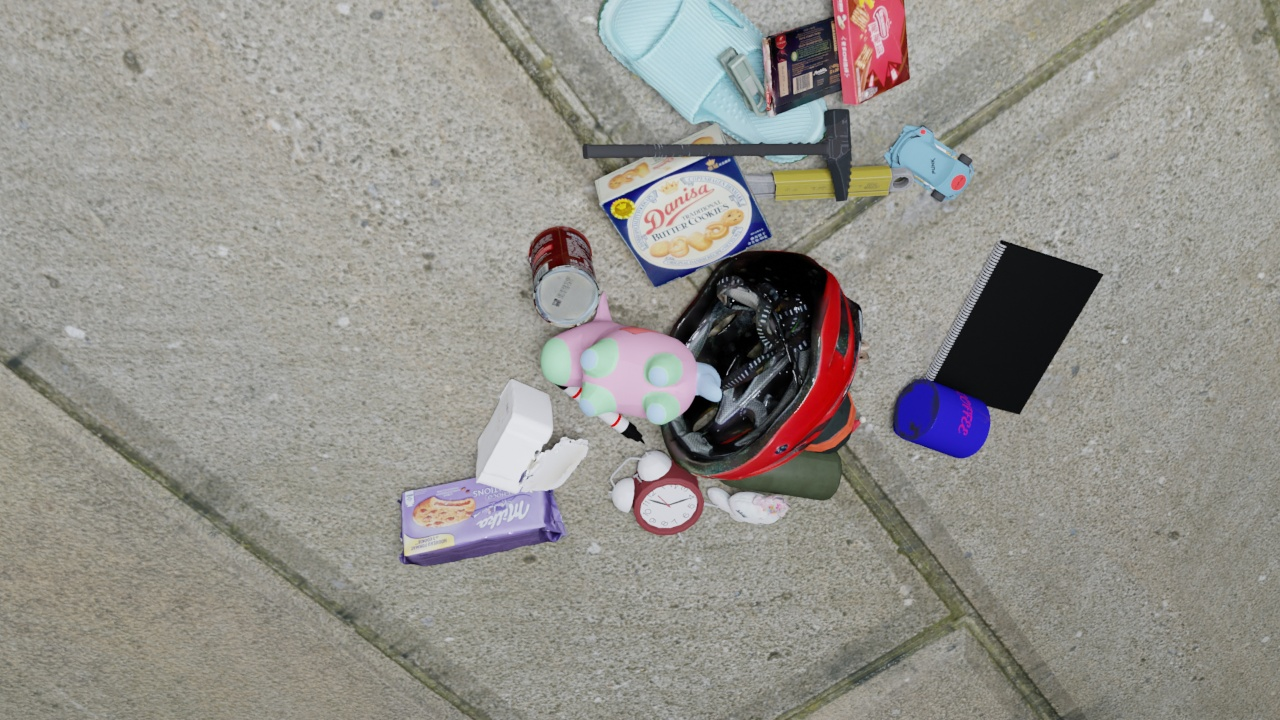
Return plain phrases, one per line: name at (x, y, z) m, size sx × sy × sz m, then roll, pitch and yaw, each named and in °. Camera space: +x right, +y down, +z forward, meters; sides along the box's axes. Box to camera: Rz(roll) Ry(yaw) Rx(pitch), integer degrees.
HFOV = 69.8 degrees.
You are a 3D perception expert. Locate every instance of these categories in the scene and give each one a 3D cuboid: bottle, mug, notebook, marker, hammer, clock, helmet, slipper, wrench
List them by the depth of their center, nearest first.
hammer at (0.086, -0.197, 0.888) m, size 0.324 × 0.015 × 0.095 m, roll -9°, pitch 98°, yaw -33°
slipper at (0.085, -0.291, 0.929) m, size 0.276 × 0.069 × 0.116 m, roll 31°, pitch 107°, yaw -22°
wrench at (0.165, -0.194, 1.001) m, size 0.273 × 0.018 × 0.084 m, roll -4°, pitch 144°, yaw -2°
helmet at (0.130, 0.012, 1.020) m, size 0.166 × 0.217 × 0.272 m, roll 21°, pitch 109°, yaw -43°
marker at (-0.046, 0.062, 1.127) m, size 0.145 × 0.019 × 0.019 m, roll 39°, pitch 107°, yaw -24°
notebook at (0.460, -0.037, 1.144) m, size 0.149 × 0.016 × 0.207 m, roll 14°, pitch 115°, yaw -15°
mug at (0.367, 0.078, 1.154) m, size 0.083 × 0.079 × 0.111 m, roll 19°, pitch 155°, yaw -22°
bottle at (0.147, 0.129, 1.160) m, size 0.206 × 0.071 × 0.072 m, roll 10°, pitch 116°, yaw -13°
clock at (0.024, 0.171, 1.179) m, size 0.137 × 0.048 × 0.096 m, roll 34°, pitch 109°, yaw -24°

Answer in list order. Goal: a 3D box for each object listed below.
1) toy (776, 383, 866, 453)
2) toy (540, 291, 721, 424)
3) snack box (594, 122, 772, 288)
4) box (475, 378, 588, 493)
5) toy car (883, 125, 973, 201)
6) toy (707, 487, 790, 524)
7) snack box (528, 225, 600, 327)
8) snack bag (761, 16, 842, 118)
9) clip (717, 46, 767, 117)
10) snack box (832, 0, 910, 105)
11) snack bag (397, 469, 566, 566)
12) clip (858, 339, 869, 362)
toy at (0.217, 0.070, 1.126) m, size 0.097 × 0.100 × 0.119 m, roll -55°, pitch 136°, yaw -15°
toy at (-0.006, 0.006, 0.990) m, size 0.222 × 0.170 × 0.120 m, roll 9°, pitch 108°, yaw 19°
snack box at (0.047, -0.160, 0.975) m, size 0.144 × 0.042 × 0.145 m, roll -22°, pitch 138°, yaw 15°
box at (-0.117, 0.104, 1.095) m, size 0.130 × 0.103 × 0.110 m, roll 20°, pitch 113°, yaw -20°
toy car at (0.328, -0.216, 1.023) m, size 0.107 × 0.027 × 0.060 m, roll 26°, pitch 112°, yaw -19°
toy at (0.143, 0.188, 1.174) m, size 0.076 × 0.126 × 0.037 m, roll 33°, pitch 67°, yaw -28°
snack box at (-0.082, -0.091, 0.983) m, size 0.072 × 0.121 × 0.072 m, roll -4°, pitch 118°, yaw -7°
snack bag at (0.178, -0.300, 0.918) m, size 0.154 × 0.018 × 0.075 m, roll -28°, pitch 123°, yaw -34°
clip at (0.104, -0.270, 0.895) m, size 0.023 × 0.047 × 0.076 m, roll -40°, pitch 132°, yaw 6°
snack box at (0.233, -0.336, 0.926) m, size 0.089 × 0.021 × 0.133 m, roll -31°, pitch 123°, yaw -28°
snack bag at (-0.197, 0.196, 1.141) m, size 0.205 × 0.096 × 0.058 m, roll -11°, pitch 141°, yaw -1°
clip at (0.252, -0.008, 1.127) m, size 0.062 × 0.025 × 0.047 m, roll 21°, pitch 114°, yaw -15°
